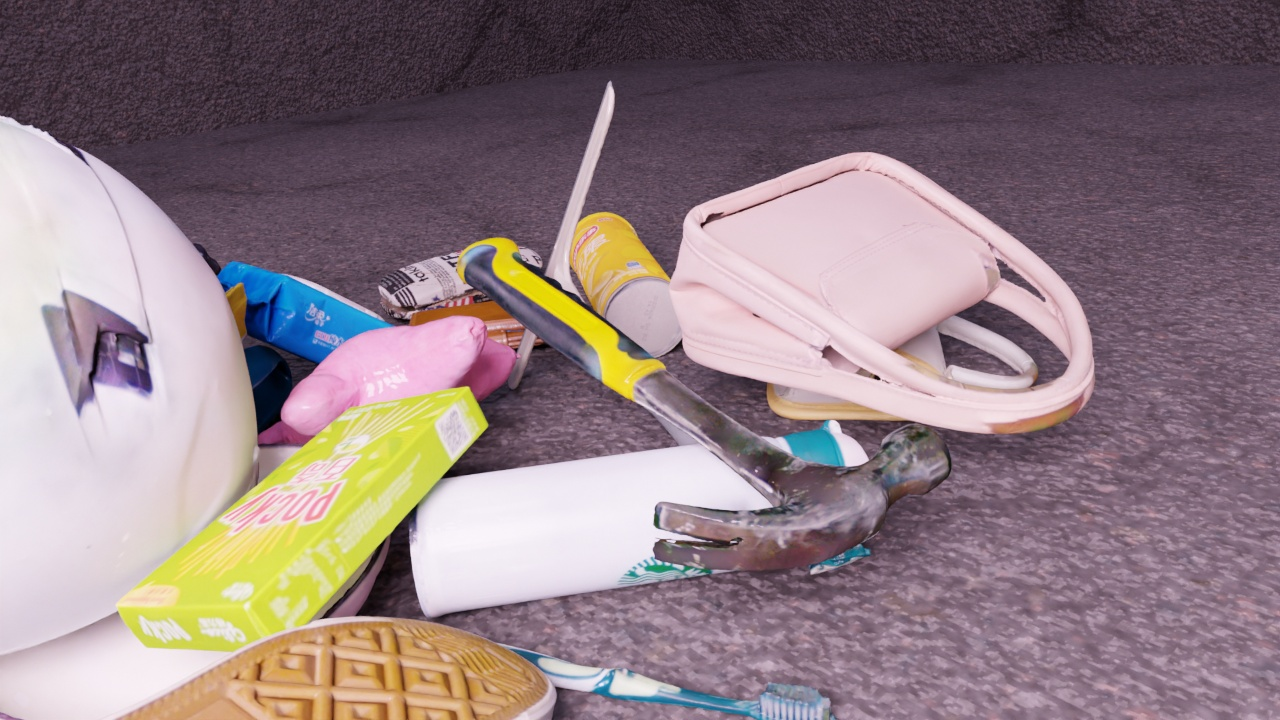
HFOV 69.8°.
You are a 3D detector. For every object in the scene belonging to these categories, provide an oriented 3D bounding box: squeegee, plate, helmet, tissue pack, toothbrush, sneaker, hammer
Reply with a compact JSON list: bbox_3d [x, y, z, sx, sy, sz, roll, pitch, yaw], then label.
[{"bbox_3d":[-0.003,0.003,0.560,0.039,0.247,0.246,-13,50,-40],"label":"squeegee"},{"bbox_3d":[-0.212,0.109,0.443,0.192,0.039,0.192,-6,29,3],"label":"plate"},{"bbox_3d":[-0.292,-0.010,0.389,0.228,0.258,0.146,-20,-18,-27],"label":"helmet"},{"bbox_3d":[-0.238,-0.024,0.681,0.095,0.052,0.157,16,-10,39],"label":"tissue pack"},{"bbox_3d":[-0.014,0.133,0.389,0.192,0.018,0.016,4,25,19],"label":"toothbrush"},{"bbox_3d":[-0.119,0.151,0.287,0.118,0.088,0.240,23,12,27],"label":"sneaker"},{"bbox_3d":[-0.010,0.003,0.478,0.126,0.032,0.323,-24,38,-29],"label":"hammer"}]

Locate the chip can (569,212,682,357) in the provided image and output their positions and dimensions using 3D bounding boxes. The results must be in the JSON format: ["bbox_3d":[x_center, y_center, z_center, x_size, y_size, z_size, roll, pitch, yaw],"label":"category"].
[{"bbox_3d":[-0.017,-0.071,0.805,0.072,0.072,0.213,-8,24,-8],"label":"chip can"}]

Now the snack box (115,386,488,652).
[{"bbox_3d":[-0.144,0.066,0.414,0.086,0.026,0.156,-9,25,31],"label":"snack box"}]

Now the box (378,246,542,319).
[{"bbox_3d":[-0.169,-0.081,0.873,0.164,0.064,0.074,-23,13,-35],"label":"box"}]

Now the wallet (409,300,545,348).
[{"bbox_3d":[-0.128,-0.029,0.772,0.130,0.035,0.119,-8,21,-8],"label":"wallet"}]

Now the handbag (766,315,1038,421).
[{"bbox_3d":[0.184,-0.015,0.653,0.179,0.063,0.163,4,26,11],"label":"handbag"}]

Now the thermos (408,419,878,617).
[{"bbox_3d":[0.005,0.079,0.453,0.224,0.073,0.073,-7,23,-5],"label":"thermos"}]

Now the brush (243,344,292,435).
[{"bbox_3d":[-0.274,0.029,0.608,0.055,0.074,0.143,33,23,-10],"label":"brush"}]

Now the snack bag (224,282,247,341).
[{"bbox_3d":[-0.372,0.026,0.559,0.247,0.068,0.157,-15,32,16],"label":"snack bag"}]

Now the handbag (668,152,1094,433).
[{"bbox_3d":[0.154,-0.034,0.550,0.192,0.093,0.234,-27,44,-32],"label":"handbag"}]

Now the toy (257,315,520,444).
[{"bbox_3d":[-0.148,0.016,0.577,0.178,0.074,0.195,-22,-4,-35],"label":"toy"}]
